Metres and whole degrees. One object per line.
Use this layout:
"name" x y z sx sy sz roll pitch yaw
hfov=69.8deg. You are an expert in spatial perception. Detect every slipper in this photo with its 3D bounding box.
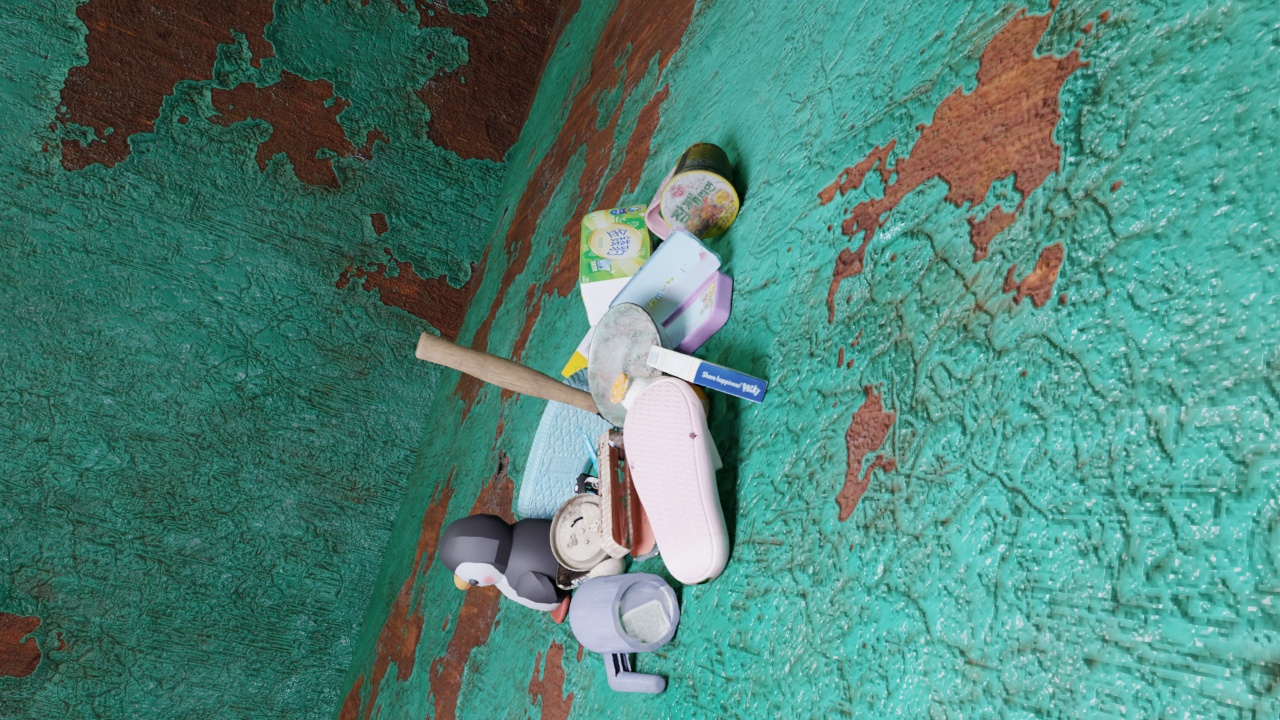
"slipper" -0.109 0.122 1.321 0.069 0.115 0.277 47 121 54
"slipper" 0.048 -0.209 1.282 0.094 0.064 0.238 -42 35 54
"slipper" 0.043 0.118 0.936 0.107 0.055 0.221 -34 58 36

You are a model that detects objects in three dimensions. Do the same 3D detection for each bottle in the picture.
"bottle" 0.021 0.047 1.034 0.063 0.108 0.063 -55 24 38

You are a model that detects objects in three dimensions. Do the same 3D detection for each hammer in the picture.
"hammer" -0.138 0.024 1.191 0.040 0.305 0.132 -39 36 57

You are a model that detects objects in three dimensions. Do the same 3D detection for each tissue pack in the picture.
"tissue pack" -0.026 -0.117 1.353 0.197 0.120 0.141 -83 -14 -48

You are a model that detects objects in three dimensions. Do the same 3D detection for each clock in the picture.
"clock" -0.050 0.226 1.110 0.093 0.054 0.140 -39 56 14

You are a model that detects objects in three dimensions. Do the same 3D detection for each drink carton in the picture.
"drink carton" -0.067 -0.018 1.409 0.058 0.040 0.123 -44 -7 -50

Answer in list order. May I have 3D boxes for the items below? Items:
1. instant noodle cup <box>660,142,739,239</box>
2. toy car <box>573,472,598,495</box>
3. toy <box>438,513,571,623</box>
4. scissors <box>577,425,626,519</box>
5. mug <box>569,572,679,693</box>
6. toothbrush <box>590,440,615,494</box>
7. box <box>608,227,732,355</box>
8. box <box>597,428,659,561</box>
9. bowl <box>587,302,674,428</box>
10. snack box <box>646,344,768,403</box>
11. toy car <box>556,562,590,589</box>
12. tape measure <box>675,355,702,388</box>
"instant noodle cup" 0.078 -0.225 1.184 0.102 0.102 0.108 -55 16 38
"toy car" -0.063 0.183 1.234 0.037 0.040 0.092 -63 18 20
"toy" -0.179 0.258 1.255 0.140 0.184 0.159 -69 20 7
"scissors" -0.048 0.145 1.160 0.113 0.013 0.141 -124 14 -53
"mug" -0.013 0.285 0.962 0.104 0.083 0.124 -31 67 59
"toothbrush" -0.066 0.177 1.291 0.167 0.014 0.016 -68 19 8
"box" 0.039 -0.065 1.168 0.215 0.062 0.140 -43 67 53
"box" -0.016 0.154 1.092 0.186 0.076 0.055 -95 -3 -48
"bowl" -0.007 0.007 1.153 0.158 0.038 0.157 -3 87 52
"snack box" 0.068 0.013 0.982 0.026 0.082 0.150 -71 18 1
"toy car" -0.064 0.260 1.174 0.113 0.040 0.048 -31 40 35
"tape measure" 0.055 0.023 1.100 0.059 0.019 0.051 -44 32 52
